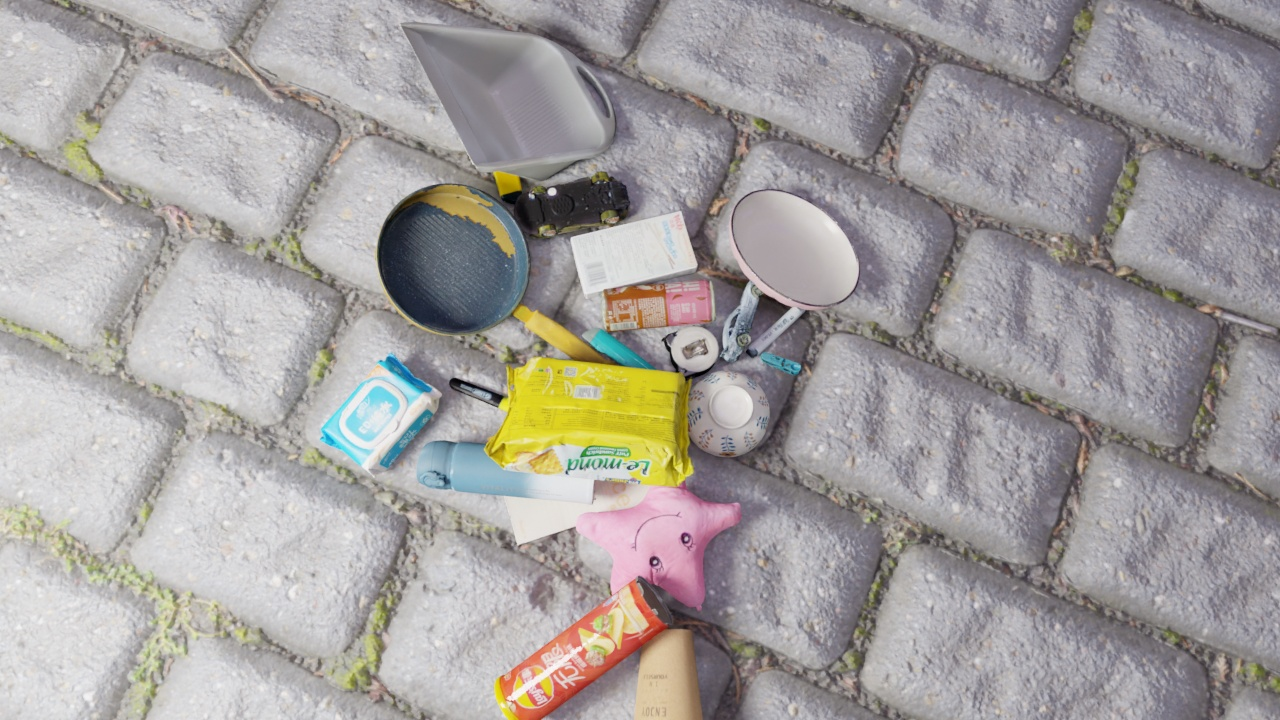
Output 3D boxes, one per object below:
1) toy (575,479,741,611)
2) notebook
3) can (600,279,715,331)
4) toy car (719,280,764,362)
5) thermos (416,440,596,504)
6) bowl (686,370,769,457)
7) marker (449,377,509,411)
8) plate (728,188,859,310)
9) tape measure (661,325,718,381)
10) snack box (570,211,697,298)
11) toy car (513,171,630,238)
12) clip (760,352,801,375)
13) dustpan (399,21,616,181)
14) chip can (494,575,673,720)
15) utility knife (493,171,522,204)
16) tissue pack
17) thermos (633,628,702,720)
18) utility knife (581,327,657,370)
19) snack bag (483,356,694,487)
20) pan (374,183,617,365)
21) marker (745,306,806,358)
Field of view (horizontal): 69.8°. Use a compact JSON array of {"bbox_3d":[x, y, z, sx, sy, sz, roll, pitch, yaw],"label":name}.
[{"bbox_3d":[0.037,0.223,1.127,0.194,0.074,0.178,-31,88,-4],"label":"toy"},{"bbox_3d":[-0.078,0.136,1.177,0.206,0.010,0.145,-17,77,-5],"label":"notebook"},{"bbox_3d":[0.023,-0.072,1.199,0.147,0.058,0.058,-5,77,2],"label":"can"},{"bbox_3d":[0.134,-0.055,1.207,0.037,0.054,0.120,20,76,1],"label":"toy car"},{"bbox_3d":[-0.163,0.138,1.135,0.220,0.070,0.070,5,76,0],"label":"thermos"},{"bbox_3d":[0.112,0.064,1.175,0.113,0.062,0.113,0,77,0],"label":"bowl"},{"bbox_3d":[-0.192,0.050,1.193,0.124,0.015,0.018,21,74,5],"label":"marker"},{"bbox_3d":[0.197,-0.141,1.210,0.192,0.039,0.192,12,54,-18],"label":"plate"},{"bbox_3d":[0.069,-0.012,1.206,0.066,0.033,0.065,-22,80,-6],"label":"tape measure"},{"bbox_3d":[-0.009,-0.142,1.237,0.156,0.027,0.084,-14,77,-5],"label":"snack box"},{"bbox_3d":[-0.093,-0.208,1.243,0.158,0.042,0.070,-11,77,-5],"label":"toy car"},{"bbox_3d":[0.185,0.004,1.213,0.057,0.046,0.014,23,78,5],"label":"clip"},{"bbox_3d":[-0.147,-0.350,1.201,0.143,0.257,0.222,-32,78,15],"label":"dustpan"},{"bbox_3d":[-0.067,0.342,1.075,0.216,0.073,0.073,-38,80,3],"label":"chip can"},{"bbox_3d":[-0.197,-0.292,1.274,0.033,0.015,0.173,-15,76,-11],"label":"utility knife"},{"bbox_3d":[-0.328,0.070,1.159,0.090,0.063,0.140,37,78,7],"label":"tissue pack"},{"bbox_3d":[0.033,0.393,1.083,0.093,0.093,0.143,1,70,-2],"label":"thermos"},{"bbox_3d":[-0.007,0.007,1.198,0.160,0.013,0.029,37,67,-6],"label":"utility knife"},{"bbox_3d":[-0.054,0.068,1.122,0.246,0.068,0.157,5,44,2],"label":"snack bag"},{"bbox_3d":[-0.175,-0.081,1.189,0.357,0.078,0.197,39,72,-14],"label":"pan"},{"bbox_3d":[0.190,-0.051,1.227,0.130,0.018,0.022,-41,73,-11],"label":"marker"}]
